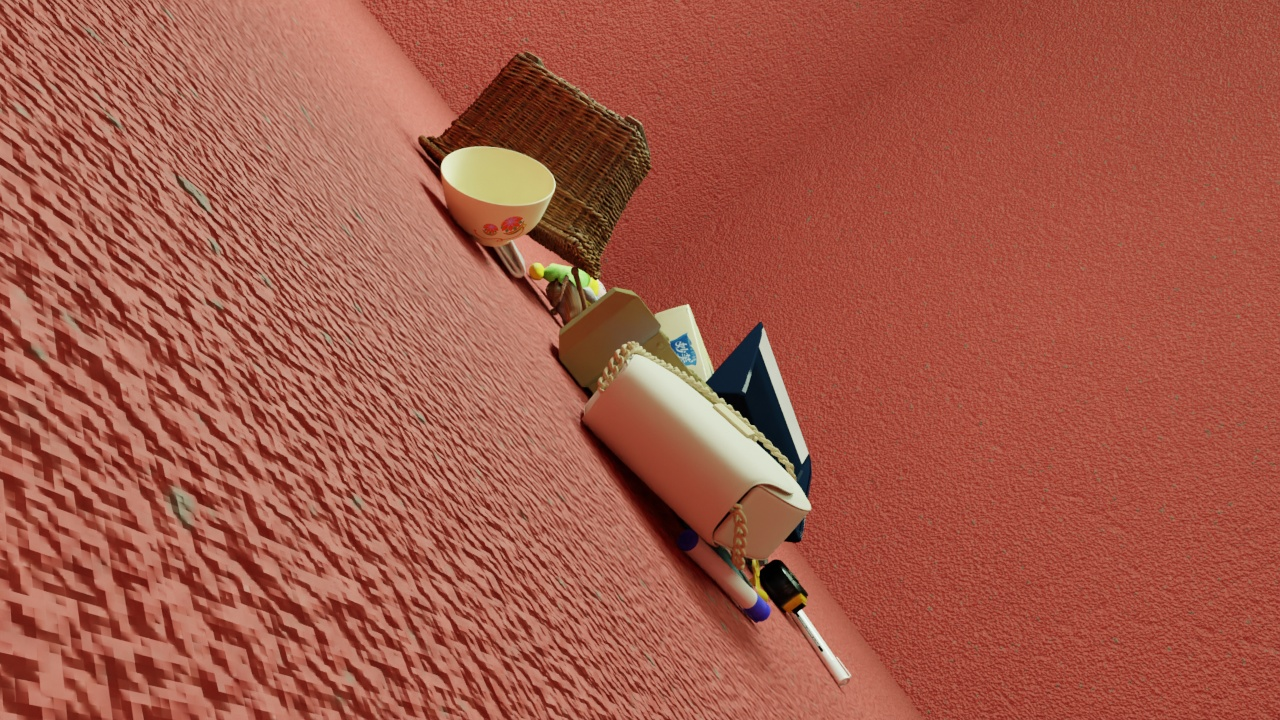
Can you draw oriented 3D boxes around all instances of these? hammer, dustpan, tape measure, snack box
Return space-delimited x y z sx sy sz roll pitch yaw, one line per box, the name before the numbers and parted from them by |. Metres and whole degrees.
hammer | -0.006 0.006 1.080 0.190 0.100 0.325 52 1 -9
dustpan | 0.158 0.118 1.159 0.080 0.272 0.236 0 -56 41
tape measure | 0.185 0.290 1.180 0.071 0.042 0.072 55 5 3
snack box | 0.083 0.043 1.320 0.207 0.055 0.153 64 11 -51

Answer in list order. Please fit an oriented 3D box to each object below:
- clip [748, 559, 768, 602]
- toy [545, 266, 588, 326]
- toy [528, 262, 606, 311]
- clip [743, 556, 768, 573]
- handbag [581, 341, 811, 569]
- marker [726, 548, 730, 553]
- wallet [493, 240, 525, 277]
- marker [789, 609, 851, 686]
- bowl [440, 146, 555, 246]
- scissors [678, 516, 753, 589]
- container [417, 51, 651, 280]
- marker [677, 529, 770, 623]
clip | 0.112 0.235 0.958 0.053 0.035 0.046 44 27 -61
toy | -0.089 -0.067 1.185 0.041 0.055 0.102 -132 -154 -77
toy | -0.096 -0.091 1.313 0.124 0.097 0.131 -116 -172 -48
clip | 0.119 0.214 1.220 0.108 0.028 0.163 52 2 -18
handbag | 0.047 0.089 0.821 0.210 0.103 0.208 42 7 19
marker | 0.065 0.162 1.005 0.025 0.025 0.126 49 4 -46
wallet | -0.165 -0.138 1.083 0.086 0.032 0.116 61 -4 -12
marker | 0.229 0.363 1.187 0.017 0.020 0.133 55 0 -42
bowl | -0.154 -0.164 0.968 0.118 0.117 0.074 54 -39 38
scissors | 0.066 0.176 0.890 0.122 0.019 0.149 49 2 -41
container | -0.117 -0.257 1.173 0.250 0.183 0.162 34 -3 11
marker | 0.075 0.192 0.808 0.141 0.020 0.020 49 4 -37
